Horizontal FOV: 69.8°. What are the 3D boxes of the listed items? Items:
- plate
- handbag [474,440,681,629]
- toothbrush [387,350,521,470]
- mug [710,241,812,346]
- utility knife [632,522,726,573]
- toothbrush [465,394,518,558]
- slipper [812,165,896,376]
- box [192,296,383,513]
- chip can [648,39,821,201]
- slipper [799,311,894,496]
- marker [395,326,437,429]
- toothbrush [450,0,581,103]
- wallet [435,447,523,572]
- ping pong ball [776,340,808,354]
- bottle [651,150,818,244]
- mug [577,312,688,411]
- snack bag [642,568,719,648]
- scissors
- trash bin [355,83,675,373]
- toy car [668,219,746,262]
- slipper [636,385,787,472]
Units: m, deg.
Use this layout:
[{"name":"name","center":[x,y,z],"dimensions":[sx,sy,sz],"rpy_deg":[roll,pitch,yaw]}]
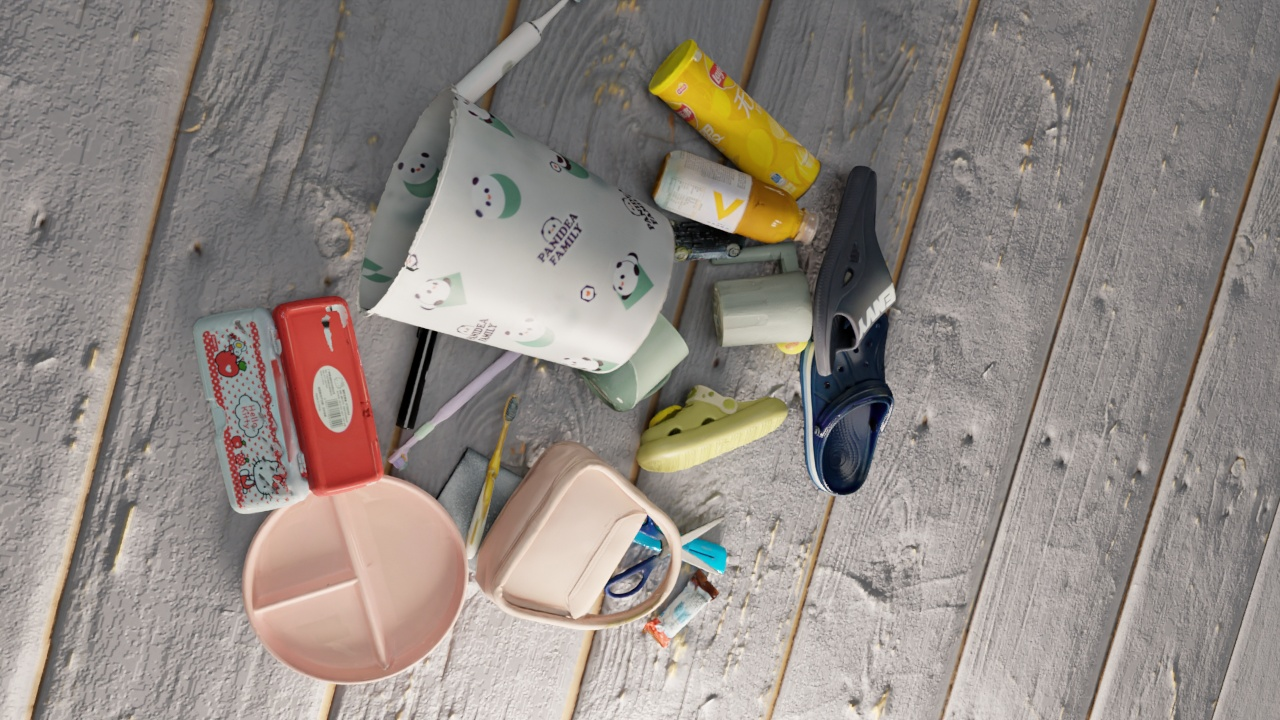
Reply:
[{"name":"plate","center":[-0.300,0.230,0.978],"dimensions":[0.229,0.028,0.229],"rpy_deg":[-2,96,-15]},{"name":"handbag","center":[-0.049,0.217,1.035],"dimensions":[0.234,0.093,0.193],"rpy_deg":[33,88,-27]},{"name":"toothbrush","center":[-0.199,0.048,1.004],"dimensions":[0.189,0.029,0.021],"rpy_deg":[-44,72,-11]},{"name":"mug","center":[0.138,-0.077,1.078],"dimensions":[0.103,0.084,0.123],"rpy_deg":[-6,73,-3]},{"name":"utility knife","center":[0.024,0.218,1.115],"dimensions":[0.191,0.018,0.034],"rpy_deg":[22,90,-21]},{"name":"toothbrush","center":[-0.163,0.129,1.009],"dimensions":[0.016,0.018,0.191],"rpy_deg":[15,94,-17]},{"name":"slipper","center":[0.261,-0.108,1.074],"dimensions":[0.111,0.083,0.267],"rpy_deg":[56,47,-60]},{"name":"box","center":[-0.350,0.042,0.917],"dimensions":[0.160,0.060,0.201],"rpy_deg":[-12,92,-17]},{"name":"chip can","center":[0.110,-0.268,1.049],"dimensions":[0.213,0.072,0.072],"rpy_deg":[37,84,-22]},{"name":"slipper","center":[0.259,0.051,1.141],"dimensions":[0.105,0.095,0.253],"rpy_deg":[0,101,-24]},{"name":"marker","center":[-0.238,0.009,0.982],"dimensions":[0.022,0.020,0.132],"rpy_deg":[13,93,-33]},{"name":"toothbrush","center":[-0.134,-0.329,0.970],"dimensions":[0.026,0.027,0.220],"rpy_deg":[44,80,1]},{"name":"wallet","center":[-0.185,0.170,1.029],"dimensions":[0.097,0.019,0.121],"rpy_deg":[32,87,-20]},{"name":"ping pong ball","center":[0.186,-0.028,1.127],"dimensions":[0.040,0.040,0.040],"rpy_deg":[-3,99,-21]},{"name":"bottle","center":[0.109,-0.179,1.042],"dimensions":[0.189,0.068,0.068],"rpy_deg":[18,91,-8]},{"name":"mug","center":[-0.006,0.006,1.045],"dimensions":[0.106,0.082,0.112],"rpy_deg":[-45,141,-10]},{"name":"snack bag","center":[0.050,0.309,1.132],"dimensions":[0.105,0.026,0.045],"rpy_deg":[-43,101,-11]},{"name":"scissors","center":[0.022,0.226,1.099],"dimensions":[0.176,0.012,0.162],"rpy_deg":[43,87,-20]},{"name":"trash bin","center":[-0.118,-0.110,0.910],"dimensions":[0.251,0.230,0.229],"rpy_deg":[21,90,-27]},{"name":"toy car","center":[0.071,-0.138,1.067],"dimensions":[0.105,0.031,0.049],"rpy_deg":[-6,60,-16]},{"name":"slipper","center":[0.079,0.073,1.089],"dimensions":[0.190,0.092,0.081],"rpy_deg":[-18,66,-10]}]
